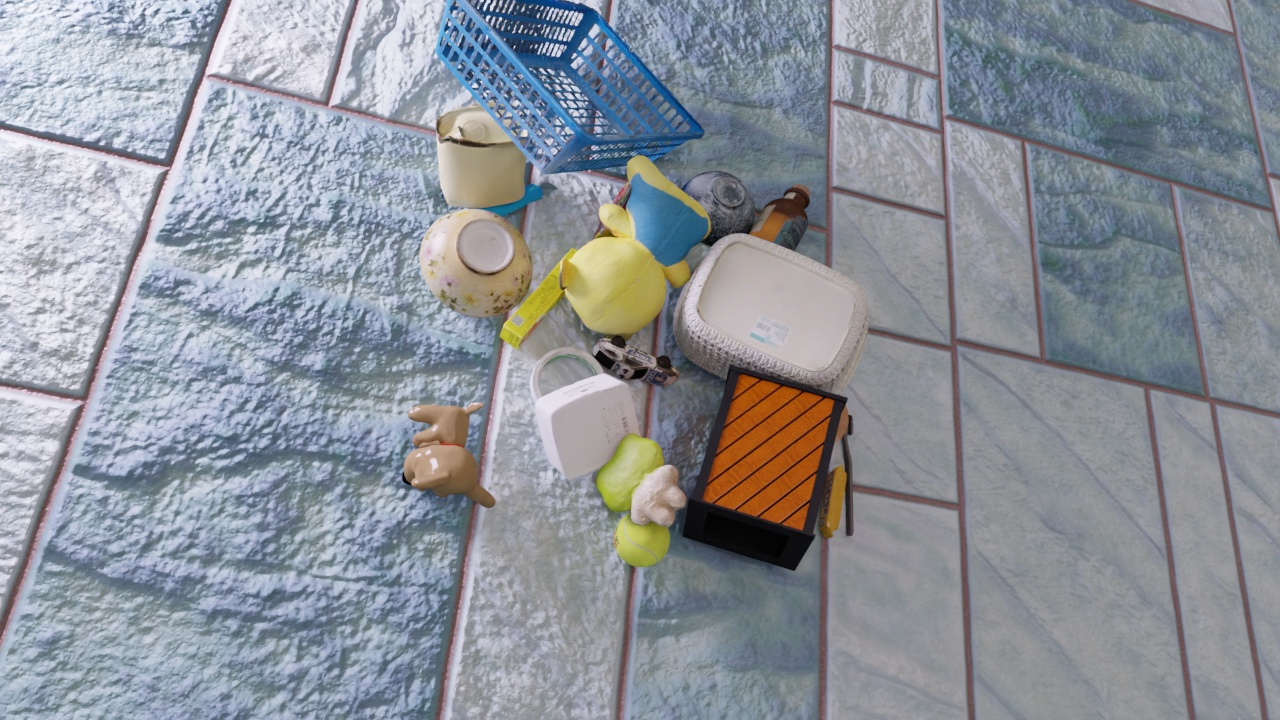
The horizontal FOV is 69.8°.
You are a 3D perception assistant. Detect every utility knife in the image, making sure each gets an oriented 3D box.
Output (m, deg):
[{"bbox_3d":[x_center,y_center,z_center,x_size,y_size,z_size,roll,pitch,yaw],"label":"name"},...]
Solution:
[{"bbox_3d":[-0.183,-0.199,1.203,0.174,0.015,0.031,-29,82,-24],"label":"utility knife"}]

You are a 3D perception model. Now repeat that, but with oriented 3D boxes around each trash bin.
[{"bbox_3d":[0.144,0.128,1.082,0.140,0.140,0.171,16,64,8],"label":"trash bin"}]

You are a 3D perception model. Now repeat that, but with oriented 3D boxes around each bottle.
[{"bbox_3d":[0.196,-0.186,1.286,0.068,0.068,0.156,33,63,-2],"label":"bottle"}]

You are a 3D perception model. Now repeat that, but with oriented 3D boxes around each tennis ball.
[{"bbox_3d":[0.002,0.207,1.066,0.065,0.065,0.065,6,67,-15],"label":"tennis ball"}]

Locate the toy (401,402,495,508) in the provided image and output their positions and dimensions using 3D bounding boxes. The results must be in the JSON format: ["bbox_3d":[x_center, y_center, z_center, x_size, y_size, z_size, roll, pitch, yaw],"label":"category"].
[{"bbox_3d":[-0.220,0.104,1.028,0.106,0.134,0.108,-13,67,23],"label":"toy"}]

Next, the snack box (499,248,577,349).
[{"bbox_3d":[-0.121,-0.079,1.160,0.029,0.040,0.147,38,63,0],"label":"snack box"}]

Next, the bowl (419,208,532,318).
[{"bbox_3d":[-0.197,-0.131,1.136,0.145,0.063,0.145,5,74,-18],"label":"bowl"}]

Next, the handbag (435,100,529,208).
[{"bbox_3d":[-0.200,-0.261,1.159,0.111,0.119,0.081,-13,62,-18],"label":"handbag"}]

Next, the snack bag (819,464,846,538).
[{"bbox_3d":[0.247,0.180,1.176,0.020,0.026,0.099,20,65,-9],"label":"snack bag"}]

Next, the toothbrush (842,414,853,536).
[{"bbox_3d":[0.273,0.148,1.205,0.013,0.013,0.167,14,65,-21],"label":"toothbrush"}]

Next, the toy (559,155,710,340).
[{"bbox_3d":[-0.007,-0.127,1.132,0.149,0.084,0.214,38,89,-20],"label":"toy"}]

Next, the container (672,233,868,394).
[{"bbox_3d":[0.165,-0.053,1.154,0.251,0.143,0.184,25,85,8],"label":"container"}]

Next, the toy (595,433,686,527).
[{"bbox_3d":[0.004,0.140,1.038,0.118,0.043,0.092,35,85,35],"label":"toy"}]

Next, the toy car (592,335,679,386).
[{"bbox_3d":[-0.007,0.007,1.155,0.113,0.049,0.040,22,62,-7],"label":"toy car"}]

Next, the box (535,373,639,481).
[{"bbox_3d":[-0.069,0.074,1.099,0.107,0.095,0.102,-21,114,-21],"label":"box"}]

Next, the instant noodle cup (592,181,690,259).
[{"bbox_3d":[0.012,-0.174,1.214,0.112,0.101,0.100,31,63,-11],"label":"instant noodle cup"}]

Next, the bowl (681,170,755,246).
[{"bbox_3d":[0.113,-0.222,1.280,0.114,0.061,0.114,6,66,-14],"label":"bowl"}]

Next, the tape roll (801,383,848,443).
[{"bbox_3d":[0.226,0.073,1.212,0.094,0.027,0.093,6,67,-15],"label":"tape roll"}]

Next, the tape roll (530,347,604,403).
[{"bbox_3d":[-0.089,0.030,1.138,0.093,0.018,0.093,6,67,-14],"label":"tape roll"}]

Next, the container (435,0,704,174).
[{"bbox_3d":[-0.087,-0.345,1.166,0.257,0.089,0.361,49,28,6],"label":"container"}]
